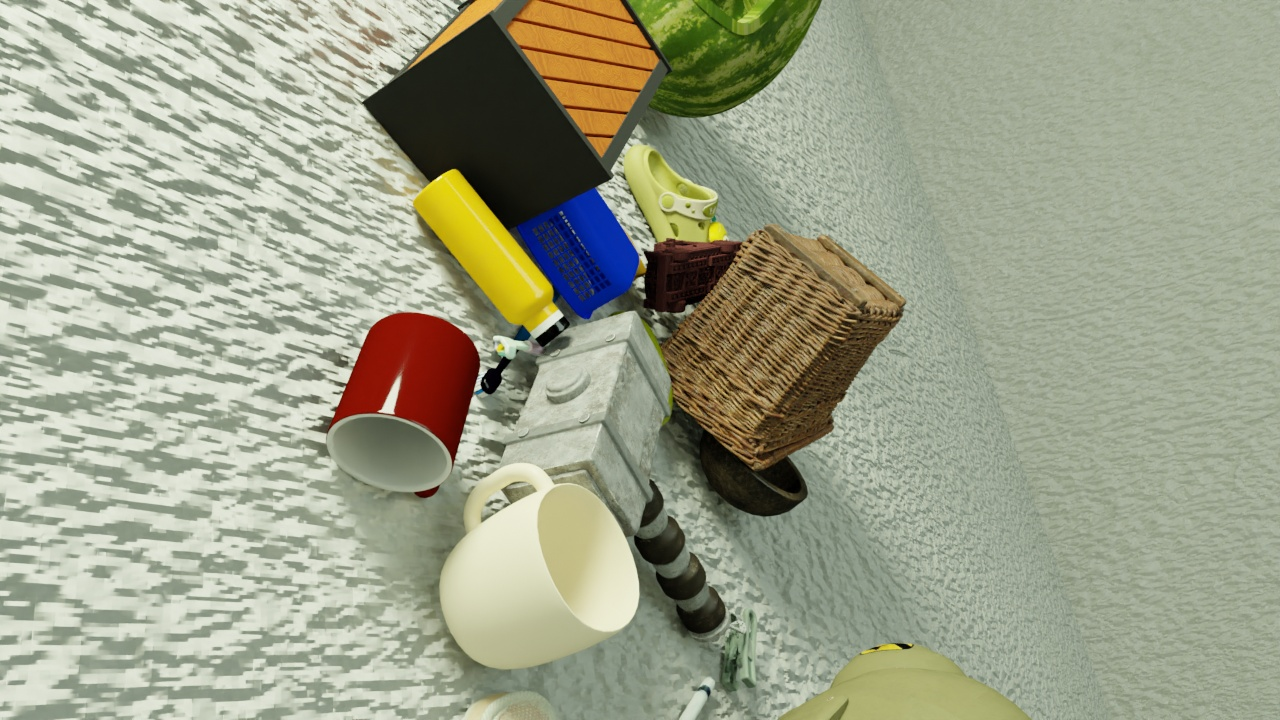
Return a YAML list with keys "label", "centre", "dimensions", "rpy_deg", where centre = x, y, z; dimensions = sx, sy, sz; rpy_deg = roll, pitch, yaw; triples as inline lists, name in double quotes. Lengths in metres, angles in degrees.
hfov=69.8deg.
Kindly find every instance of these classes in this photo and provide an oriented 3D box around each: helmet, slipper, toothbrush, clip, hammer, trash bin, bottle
- label: "helmet"
  centre: [0.071, -0.403, 1.080]
  dimensions: [0.213, 0.246, 0.244]
  rpy_deg: [51, -18, 16]
- label: "slipper"
  centre: [0.055, -0.168, 1.039]
  dimensions: [0.190, 0.082, 0.091]
  rpy_deg: [58, 26, -9]
- label: "toothbrush"
  centre: [-0.095, -0.020, 0.734]
  dimensions: [0.014, 0.014, 0.167]
  rpy_deg: [56, 28, -19]
- label: "clip"
  centre: [0.089, 0.258, 0.825]
  dimensions: [0.023, 0.044, 0.076]
  rpy_deg: [54, 30, -32]
- label: "hammer"
  centre: [0.011, 0.135, 0.725]
  dimensions: [0.326, 0.080, 0.176]
  rpy_deg: [62, 25, -30]
- label: "trash bin"
  centre: [-0.090, -0.220, 0.731]
  dimensions: [0.140, 0.140, 0.171]
  rpy_deg: [51, 41, -27]
- label: "toothbrush"
  centre: [-0.073, -0.006, 0.738]
  dimensions: [0.022, 0.015, 0.154]
  rpy_deg: [52, 15, 17]
- label: "slipper"
  centre: [-0.043, 0.321, 0.520]
  dimensions: [0.115, 0.052, 0.262]
  rpy_deg: [13, 57, -55]
- label: "helmet"
  centre: [0.183, 0.335, 0.660]
  dimensions: [0.232, 0.256, 0.250]
  rpy_deg: [29, 44, -54]
- label: "toothbrush"
  centre: [0.025, 0.295, 0.695]
  dimensions: [0.186, 0.017, 0.012]
  rpy_deg: [-31, 117, -62]
- label: "bottle"
  centre: [-0.109, -0.074, 0.691]
  dimensions: [0.143, 0.043, 0.043]
  rpy_deg: [51, 30, -6]

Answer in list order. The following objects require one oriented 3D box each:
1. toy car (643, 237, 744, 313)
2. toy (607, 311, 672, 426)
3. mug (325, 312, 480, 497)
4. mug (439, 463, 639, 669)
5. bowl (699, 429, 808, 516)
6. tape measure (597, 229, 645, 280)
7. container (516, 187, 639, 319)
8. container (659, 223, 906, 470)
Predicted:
- label: "toy car"
  centre: [0.047, -0.092, 0.946]
  dimensions: [0.169, 0.062, 0.070]
  rpy_deg: [-19, 115, -56]
- label: "toy"
  centre: [-0.005, 0.005, 0.830]
  dimensions: [0.090, 0.051, 0.109]
  rpy_deg: [37, 37, -47]
- label: "mug"
  centre: [-0.138, 0.036, 0.565]
  dimensions: [0.106, 0.073, 0.082]
  rpy_deg: [80, 12, -45]
- label: "mug"
  centre: [-0.074, 0.127, 0.565]
  dimensions: [0.096, 0.100, 0.120]
  rpy_deg: [-1, 64, -62]
- label: "bowl"
  centre: [0.103, 0.113, 0.917]
  dimensions: [0.121, 0.056, 0.121]
  rpy_deg: [35, 19, -15]
- label: "tape measure"
  centre: [-0.025, -0.102, 0.898]
  dimensions: [0.059, 0.030, 0.068]
  rpy_deg: [65, 21, -4]
- label: "container"
  centre: [-0.051, -0.105, 0.809]
  dimensions: [0.114, 0.058, 0.096]
  rpy_deg: [55, 19, -17]
- label: "container"
  centre: [0.150, -0.024, 0.929]
  dimensions: [0.162, 0.183, 0.249]
  rpy_deg: [43, 22, 18]
